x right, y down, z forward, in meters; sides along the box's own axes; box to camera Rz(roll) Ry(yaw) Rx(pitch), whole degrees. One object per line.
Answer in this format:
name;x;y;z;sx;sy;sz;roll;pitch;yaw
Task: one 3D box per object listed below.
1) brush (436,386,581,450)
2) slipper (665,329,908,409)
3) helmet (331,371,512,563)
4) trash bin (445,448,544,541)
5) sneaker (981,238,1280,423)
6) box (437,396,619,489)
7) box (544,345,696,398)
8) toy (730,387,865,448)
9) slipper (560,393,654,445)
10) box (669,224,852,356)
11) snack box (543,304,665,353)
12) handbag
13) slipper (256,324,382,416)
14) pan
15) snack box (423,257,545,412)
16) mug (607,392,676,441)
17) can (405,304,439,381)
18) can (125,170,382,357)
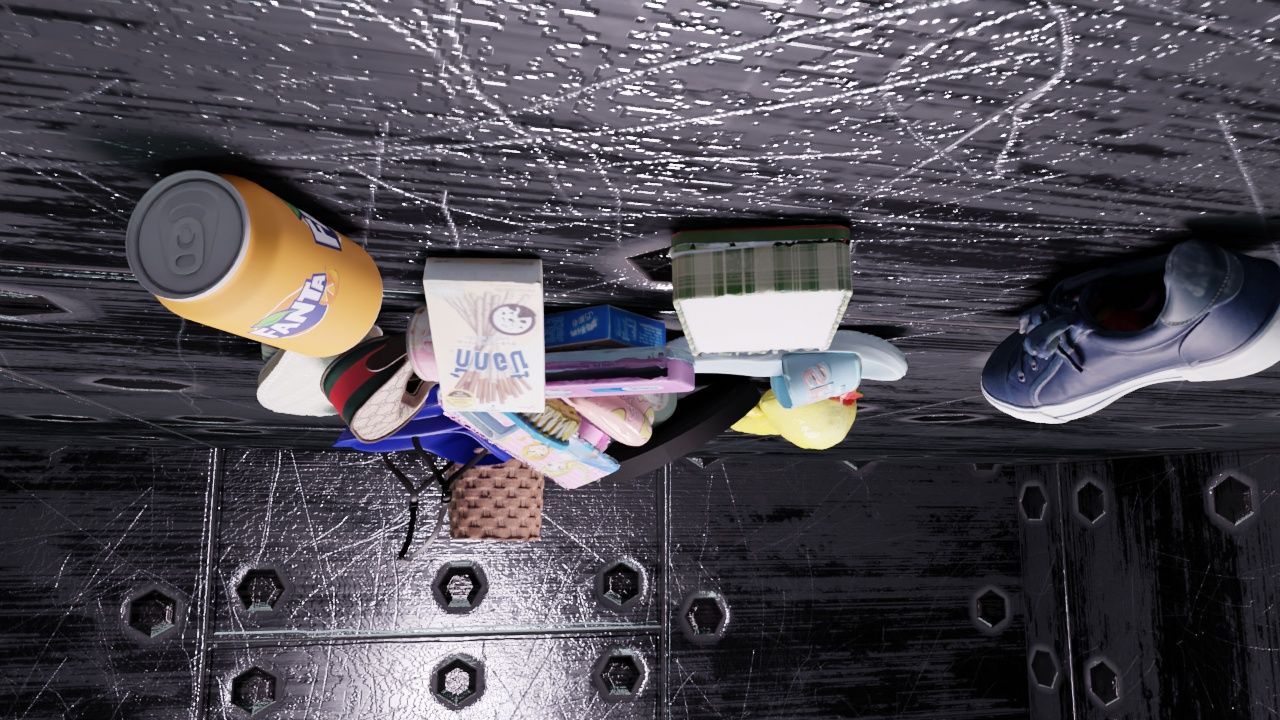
brush;-0.127;0.046;0.905;0.136;0.075;0.055;40;-162;-1
slipper;0.138;0.012;0.914;0.245;0.074;0.104;1;172;5
helmet;-0.228;0.113;1.063;0.241;0.227;0.148;-1;168;-31
trash bin;-0.193;0.131;1.223;0.151;0.210;0.151;1;171;0
sneaker;0.320;-0.023;0.683;0.127;0.120;0.295;24;165;-5
box;-0.113;0.077;1.018;0.077;0.084;0.230;35;176;45
box;-0.060;0.011;0.807;0.214;0.036;0.076;-3;170;17
toy;0.205;0.072;1.224;0.133;0.092;0.208;9;170;-32
slipper;-0.046;0.020;0.968;0.093;0.081;0.197;42;171;-36
box;0.085;-0.044;0.655;0.118;0.050;0.205;-4;171;8
snack box;-0.063;-0.019;0.848;0.152;0.034;0.087;-7;167;35
handbag;-0.224;0.011;0.860;0.138;0.063;0.167;-38;171;-16
slipper;-0.326;0.004;0.936;0.114;0.054;0.273;3;161;-26
pan;0.015;0.098;1.227;0.224;0.034;0.357;-32;-174;-32
snack box;-0.113;-0.015;0.686;0.082;0.026;0.150;1;140;-4
mug;0.002;0.046;1.145;0.111;0.084;0.104;-28;-176;-36
can;-0.145;-0.016;0.765;0.076;0.067;0.067;-2;170;19
can;-0.212;-0.051;0.521;0.079;0.079;0.142;-1;171;10
